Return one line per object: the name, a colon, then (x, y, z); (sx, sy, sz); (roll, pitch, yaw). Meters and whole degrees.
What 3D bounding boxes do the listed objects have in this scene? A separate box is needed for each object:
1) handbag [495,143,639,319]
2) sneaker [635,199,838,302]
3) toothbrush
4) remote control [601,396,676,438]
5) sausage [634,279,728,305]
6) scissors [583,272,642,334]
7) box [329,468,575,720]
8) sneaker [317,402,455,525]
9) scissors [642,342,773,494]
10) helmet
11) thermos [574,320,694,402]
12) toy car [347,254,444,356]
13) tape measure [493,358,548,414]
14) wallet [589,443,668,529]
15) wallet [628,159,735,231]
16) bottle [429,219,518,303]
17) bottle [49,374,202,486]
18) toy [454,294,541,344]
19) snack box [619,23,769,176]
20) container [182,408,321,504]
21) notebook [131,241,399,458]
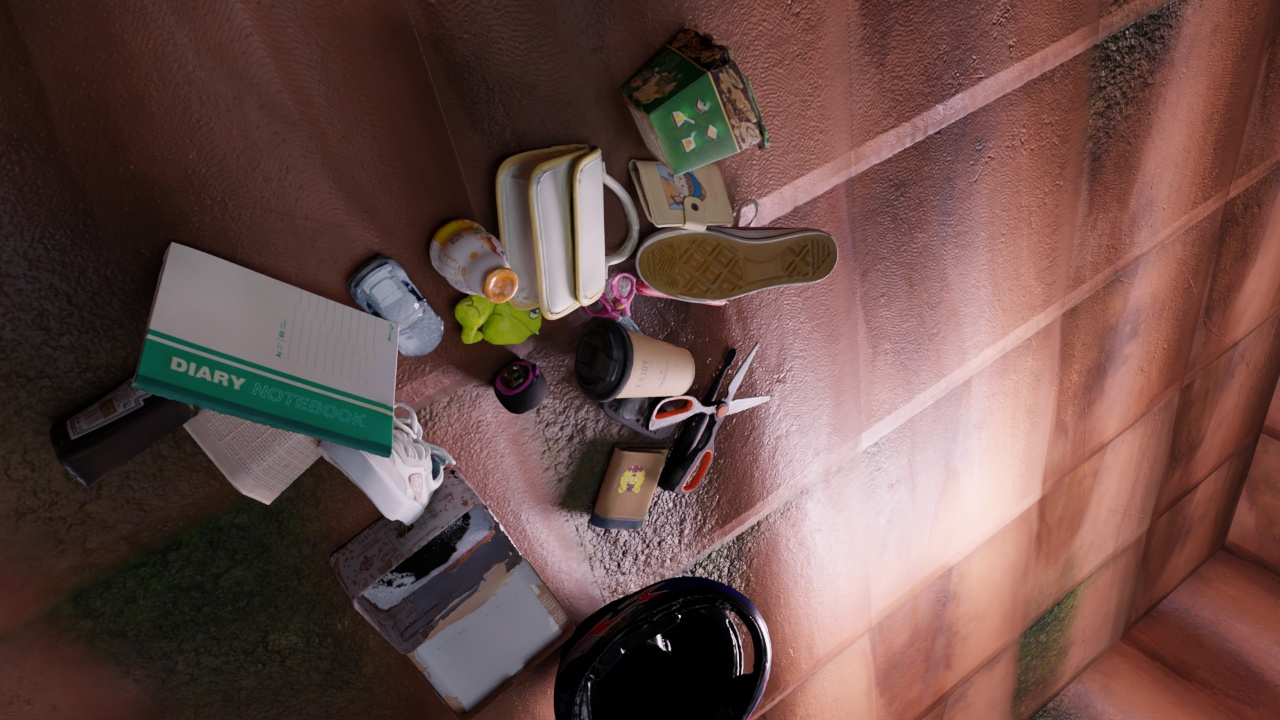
handbag: (-0.060, -0.140, 0.951); (0.178, 0.063, 0.163); (-27, 126, -41)
sneaker: (0.107, -0.124, 1.081); (0.241, 0.088, 0.118); (-6, 109, -11)
toothbrush: (0.078, 0.078, 1.223); (0.213, 0.026, 0.027); (-64, 168, 10)
remote control: (-0.003, 0.060, 1.149); (0.136, 0.024, 0.053); (31, 95, -45)
sausage: (0.051, -0.082, 1.107); (0.155, 0.020, 0.020); (5, 113, -40)
scissors: (-0.026, -0.043, 1.077); (0.073, 0.017, 0.137); (-28, 137, -8)
box: (-0.209, 0.278, 1.064); (0.178, 0.110, 0.260); (-38, 133, -13)
sneaker: (-0.235, 0.099, 0.898); (0.090, 0.089, 0.242); (-48, 170, -14)
scissors: (0.085, 0.074, 1.197); (0.220, 0.022, 0.235); (12, 105, -44)
helmet: (0.032, 0.420, 1.243); (0.315, 0.247, 0.240); (-44, 177, 2)
thermos: (-0.006, 0.006, 1.067); (0.143, 0.093, 0.093); (9, 110, -43)
toy car: (-0.235, -0.049, 0.896); (0.054, 0.037, 0.121); (-41, 137, -11)
tape measure: (-0.132, 0.028, 1.007); (0.057, 0.058, 0.039); (-39, 133, -8)
wallet: (-0.013, 0.165, 1.203); (0.090, 0.033, 0.115); (6, 109, -39)
wallet: (0.048, -0.180, 1.008); (0.115, 0.087, 0.024); (-5, 158, -36)
bottle: (-0.157, -0.092, 0.878); (0.063, 0.108, 0.063); (-20, 128, -27)
bottle: (-0.399, 0.025, 0.784); (0.194, 0.080, 0.044); (-38, 132, -17)
toy: (-0.146, -0.049, 0.966); (0.096, 0.031, 0.100); (-54, 133, -7)
snack box: (0.049, -0.258, 0.944); (0.105, 0.118, 0.117); (-32, 132, -2)
container: (-0.332, 0.057, 0.835); (0.110, 0.090, 0.090); (-41, 169, -14)
notebook: (-0.304, -0.007, 0.777); (0.209, 0.150, 0.012); (22, 133, -34)
